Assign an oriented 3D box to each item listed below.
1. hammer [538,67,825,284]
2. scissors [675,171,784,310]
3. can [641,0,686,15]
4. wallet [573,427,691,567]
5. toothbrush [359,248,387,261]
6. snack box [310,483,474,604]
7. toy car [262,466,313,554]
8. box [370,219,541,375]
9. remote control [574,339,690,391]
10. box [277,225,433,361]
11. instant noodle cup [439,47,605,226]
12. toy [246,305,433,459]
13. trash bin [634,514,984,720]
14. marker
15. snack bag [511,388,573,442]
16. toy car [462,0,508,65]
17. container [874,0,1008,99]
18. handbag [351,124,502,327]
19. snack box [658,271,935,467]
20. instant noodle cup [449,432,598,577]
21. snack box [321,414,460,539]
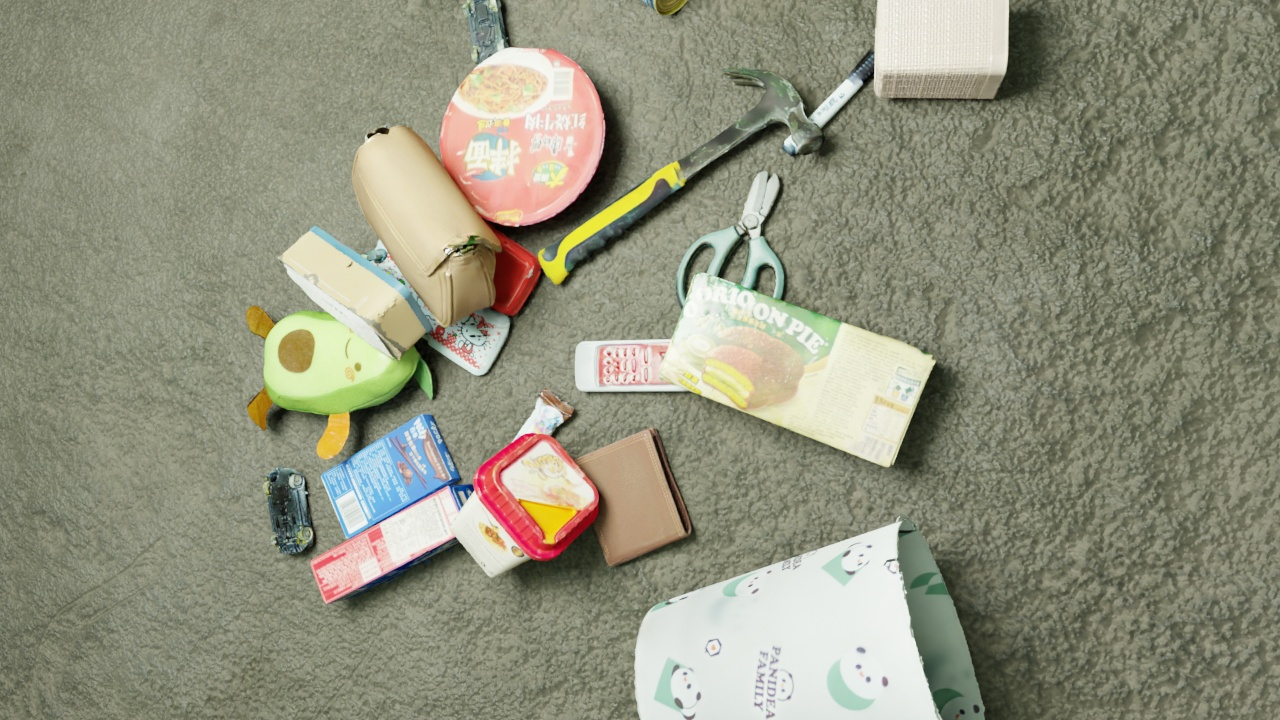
[{"bbox_3d":[0.025,-0.187,0.962,0.324,0.032,0.126,-32,66,18],"label":"hammer"},{"bbox_3d":[0.092,-0.119,0.948,0.139,0.019,0.180,12,93,20],"label":"scissors"},{"bbox_3d":[0.001,-0.426,0.965,0.111,0.075,0.075,41,100,17],"label":"can"},{"bbox_3d":[-0.011,0.144,0.967,0.101,0.032,0.124,-24,79,19],"label":"wallet"},{"bbox_3d":[-0.318,-0.113,1.032,0.192,0.018,0.016,3,100,58],"label":"toothbrush"},{"bbox_3d":[-0.272,0.208,1.039,0.208,0.057,0.058,-29,76,16],"label":"snack box"},{"bbox_3d":[-0.422,0.180,1.105,0.049,0.031,0.105,-13,84,17],"label":"toy car"},{"bbox_3d":[-0.223,-0.095,1.046,0.201,0.038,0.158,33,98,16],"label":"box"},{"bbox_3d":[-0.006,0.006,0.976,0.136,0.020,0.056,0,88,19],"label":"remote control"},{"bbox_3d":[-0.303,-0.070,0.987,0.184,0.090,0.059,30,68,25],"label":"box"},{"bbox_3d":[-0.119,-0.238,1.003,0.194,0.065,0.194,-1,88,20],"label":"instant noodle cup"},{"bbox_3d":[-0.362,0.001,1.062,0.247,0.090,0.227,-5,82,17],"label":"toy"},{"bbox_3d":[0.146,0.279,0.811,0.252,0.229,0.229,-20,81,22],"label":"trash bin"},{"bbox_3d":[0.192,-0.258,0.921,0.131,0.018,0.022,-44,66,11],"label":"marker"},{"bbox_3d":[-0.117,0.082,1.007,0.045,0.026,0.105,38,98,18],"label":"snack bag"},{"bbox_3d":[-0.173,-0.376,1.045,0.043,0.034,0.090,-12,86,15],"label":"toy car"},{"bbox_3d":[0.275,-0.295,0.849,0.111,0.090,0.090,1,88,13],"label":"container"},{"bbox_3d":[-0.220,-0.144,0.958,0.099,0.148,0.204,-32,77,-23],"label":"handbag"},{"bbox_3d":[0.148,0.007,0.888,0.240,0.063,0.114,21,94,14],"label":"snack box"},{"bbox_3d":[-0.126,0.156,0.950,0.116,0.116,0.124,49,131,3],"label":"instant noodle cup"},{"bbox_3d":[-0.291,0.135,1.064,0.157,0.026,0.084,-30,79,15],"label":"snack box"}]
